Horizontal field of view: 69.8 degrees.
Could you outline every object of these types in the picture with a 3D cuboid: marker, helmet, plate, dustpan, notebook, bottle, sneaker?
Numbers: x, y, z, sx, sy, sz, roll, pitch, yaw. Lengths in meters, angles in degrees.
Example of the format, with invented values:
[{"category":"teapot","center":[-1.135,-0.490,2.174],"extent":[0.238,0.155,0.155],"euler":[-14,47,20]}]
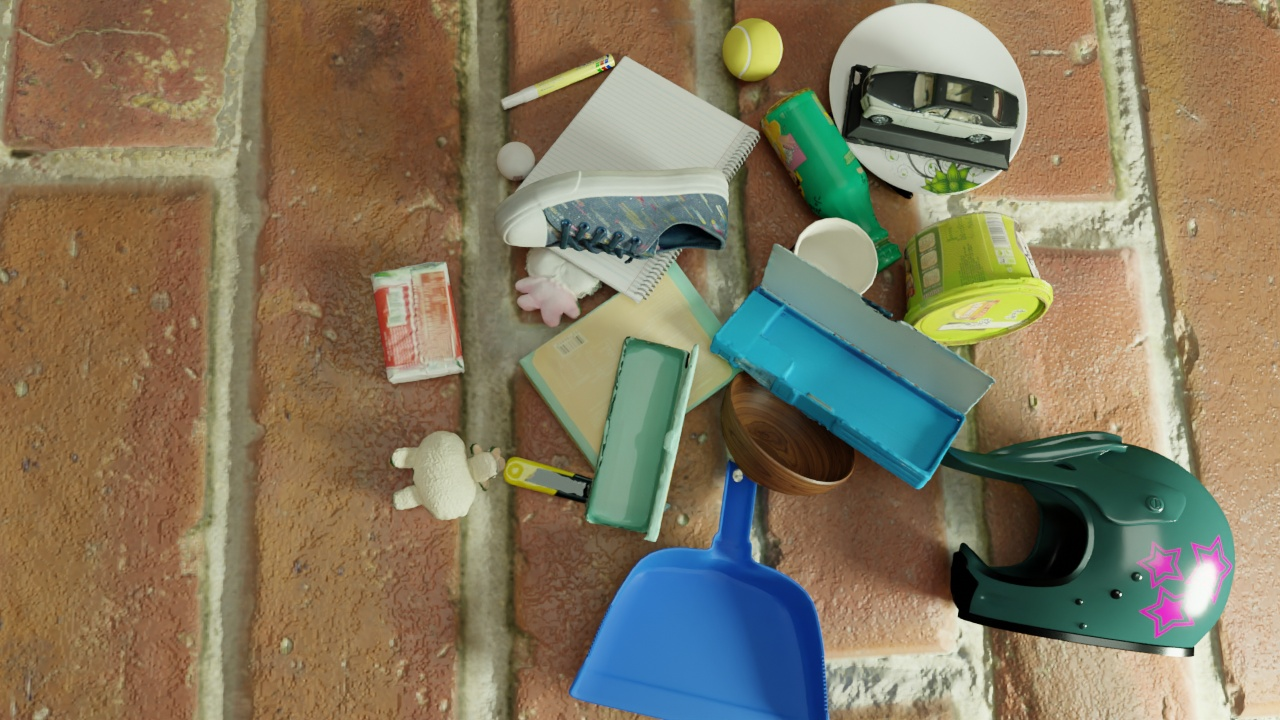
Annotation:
[{"category":"marker","center":[-0.090,-0.303,1.000],"extent":[0.132,0.014,0.014],"euler":[-26,84,-10]},{"category":"helmet","center":[0.427,0.167,0.902],"extent":[0.275,0.176,0.200],"euler":[6,84,9]},{"category":"marker","center":[0.254,-0.227,1.025],"extent":[0.134,0.015,0.018],"euler":[45,59,2]},{"category":"plate","center":[0.320,-0.291,1.036],"extent":[0.229,0.030,0.229],"euler":[1,80,-6]},{"category":"dustpan","center":[0.078,0.222,0.903],"extent":[0.245,0.060,0.257],"euler":[15,60,-5]},{"category":"notebook","center":[-0.007,-0.196,0.966],"extent":[0.178,0.013,0.245],"euler":[32,70,7]},{"category":"bottle","center":[0.209,-0.188,0.986],"extent":[0.068,0.068,0.209],"euler":[-30,84,-11]},{"category":"sneaker","center":[-0.022,-0.132,0.890],"extent":[0.235,0.088,0.079],"euler":[-8,71,-10]}]

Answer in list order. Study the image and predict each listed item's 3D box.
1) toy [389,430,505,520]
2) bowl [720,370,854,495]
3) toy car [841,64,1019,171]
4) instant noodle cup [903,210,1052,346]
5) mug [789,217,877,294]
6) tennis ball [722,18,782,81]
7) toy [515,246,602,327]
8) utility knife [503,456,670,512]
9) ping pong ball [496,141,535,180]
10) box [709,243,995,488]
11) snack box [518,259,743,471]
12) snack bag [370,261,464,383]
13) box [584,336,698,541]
[{"category":"toy","center":[-0.189,0.111,0.898],"extent":[0.112,0.050,0.087],"euler":[-11,82,-12]},{"category":"bowl","center":[0.134,0.084,0.919],"extent":[0.147,0.069,0.147],"euler":[22,36,-18]},{"category":"toy car","center":[0.321,-0.272,0.982],"extent":[0.191,0.071,0.094],"euler":[11,77,-3]},{"category":"instant noodle cup","center":[0.341,-0.085,0.952],"extent":[0.146,0.146,0.097],"euler":[-3,69,-7]},{"category":"mug","center":[0.192,-0.080,0.955],"extent":[0.085,0.089,0.111],"euler":[-10,81,-8]},{"category":"tennis ball","center":[0.123,-0.340,1.004],"extent":[0.065,0.065,0.065],"euler":[1,80,-7]},{"category":"toy","center":[-0.084,-0.084,0.945],"extent":[0.096,0.041,0.108],"euler":[25,67,3]},{"category":"utility knife","center":[-0.054,0.131,0.927],"extent":[0.172,0.020,0.028],"euler":[15,81,-5]},{"category":"ping pong ball","center":[-0.131,-0.209,0.965],"extent":[0.040,0.040,0.040],"euler":[1,80,-7]},{"category":"box","center":[0.198,-0.001,0.871],"extent":[0.243,0.115,0.093],"euler":[34,59,13]},{"category":"snack box","center":[-0.006,0.005,0.940],"extent":[0.193,0.044,0.141],"euler":[-35,87,-11]},{"category":"snack bag","center":[-0.225,-0.037,0.927],"extent":[0.077,0.036,0.116],"euler":[-10,81,-9]},{"category":"box","center":[0.007,0.071,0.865],"extent":[0.077,0.093,0.188],"euler":[15,83,-10]}]
